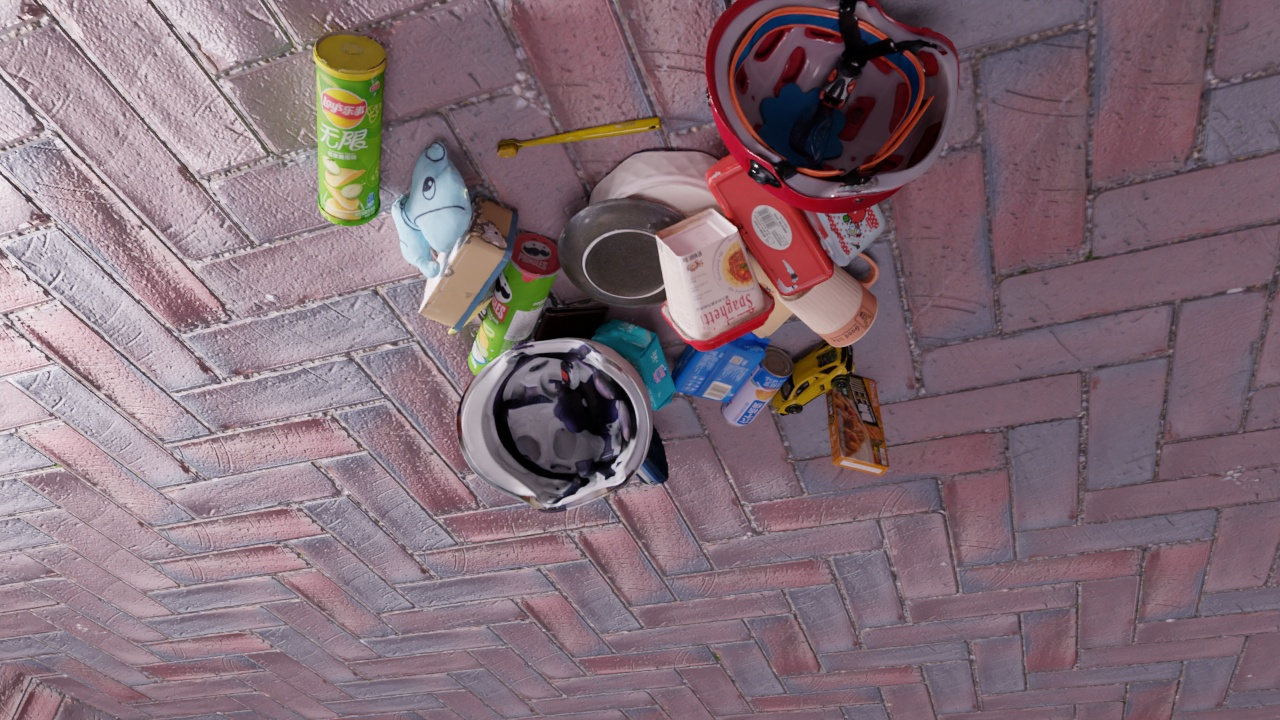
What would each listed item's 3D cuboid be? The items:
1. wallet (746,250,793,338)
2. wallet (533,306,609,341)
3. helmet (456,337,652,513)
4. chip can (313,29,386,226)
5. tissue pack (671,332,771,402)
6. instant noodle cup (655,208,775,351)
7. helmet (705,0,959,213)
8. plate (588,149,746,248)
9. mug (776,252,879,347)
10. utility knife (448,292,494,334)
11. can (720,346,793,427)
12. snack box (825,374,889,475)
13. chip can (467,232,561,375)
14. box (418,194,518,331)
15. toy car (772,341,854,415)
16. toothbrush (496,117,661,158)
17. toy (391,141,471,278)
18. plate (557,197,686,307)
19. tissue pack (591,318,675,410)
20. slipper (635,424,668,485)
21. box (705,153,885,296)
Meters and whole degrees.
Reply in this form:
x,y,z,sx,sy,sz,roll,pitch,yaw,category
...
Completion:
x,y,z,sx,sy,sz,roll,pitch,yaw,category
0.148,-0.081,1.190,0.115,0.024,0.087,32,113,-31,wallet
-0.104,-0.031,1.260,0.096,0.020,0.123,-7,147,-31,wallet
-0.099,0.074,1.224,0.259,0.145,0.229,-15,94,21,helmet
-0.318,-0.244,1.006,0.072,0.072,0.222,11,139,-9,chip can
0.108,0.001,1.282,0.095,0.052,0.158,15,139,-16,tissue pack
0.078,-0.095,1.049,0.116,0.116,0.124,-26,126,-7,instant noodle cup
0.171,-0.243,0.901,0.240,0.206,0.144,26,169,1,helmet
0.037,-0.159,1.105,0.205,0.045,0.205,2,140,1,plate
0.244,-0.090,1.154,0.106,0.081,0.115,34,104,-29,mug
-0.223,-0.060,1.211,0.018,0.030,0.167,54,149,-11,utility knife
0.166,0.041,1.324,0.053,0.053,0.135,16,138,-15,can
0.302,0.086,1.291,0.075,0.153,0.026,15,139,-14,snack box
-0.169,-0.061,1.211,0.072,0.072,0.237,15,138,-14,chip can
-0.217,-0.115,1.141,0.062,0.089,0.185,21,139,-21,box
0.238,0.024,1.285,0.041,0.071,0.156,27,135,-28,toy car
-0.071,-0.249,1.027,0.190,0.016,0.016,-6,139,11,toothbrush
-0.244,-0.173,1.076,0.156,0.049,0.161,8,111,39,toy
-0.012,-0.120,1.100,0.179,0.024,0.180,2,139,2,plate
-0.008,0.007,1.269,0.093,0.050,0.134,22,147,33,tissue pack
-0.041,0.115,1.383,0.095,0.105,0.253,-23,131,18,slipper
0.180,-0.176,1.035,0.161,0.058,0.201,-33,125,10,box
